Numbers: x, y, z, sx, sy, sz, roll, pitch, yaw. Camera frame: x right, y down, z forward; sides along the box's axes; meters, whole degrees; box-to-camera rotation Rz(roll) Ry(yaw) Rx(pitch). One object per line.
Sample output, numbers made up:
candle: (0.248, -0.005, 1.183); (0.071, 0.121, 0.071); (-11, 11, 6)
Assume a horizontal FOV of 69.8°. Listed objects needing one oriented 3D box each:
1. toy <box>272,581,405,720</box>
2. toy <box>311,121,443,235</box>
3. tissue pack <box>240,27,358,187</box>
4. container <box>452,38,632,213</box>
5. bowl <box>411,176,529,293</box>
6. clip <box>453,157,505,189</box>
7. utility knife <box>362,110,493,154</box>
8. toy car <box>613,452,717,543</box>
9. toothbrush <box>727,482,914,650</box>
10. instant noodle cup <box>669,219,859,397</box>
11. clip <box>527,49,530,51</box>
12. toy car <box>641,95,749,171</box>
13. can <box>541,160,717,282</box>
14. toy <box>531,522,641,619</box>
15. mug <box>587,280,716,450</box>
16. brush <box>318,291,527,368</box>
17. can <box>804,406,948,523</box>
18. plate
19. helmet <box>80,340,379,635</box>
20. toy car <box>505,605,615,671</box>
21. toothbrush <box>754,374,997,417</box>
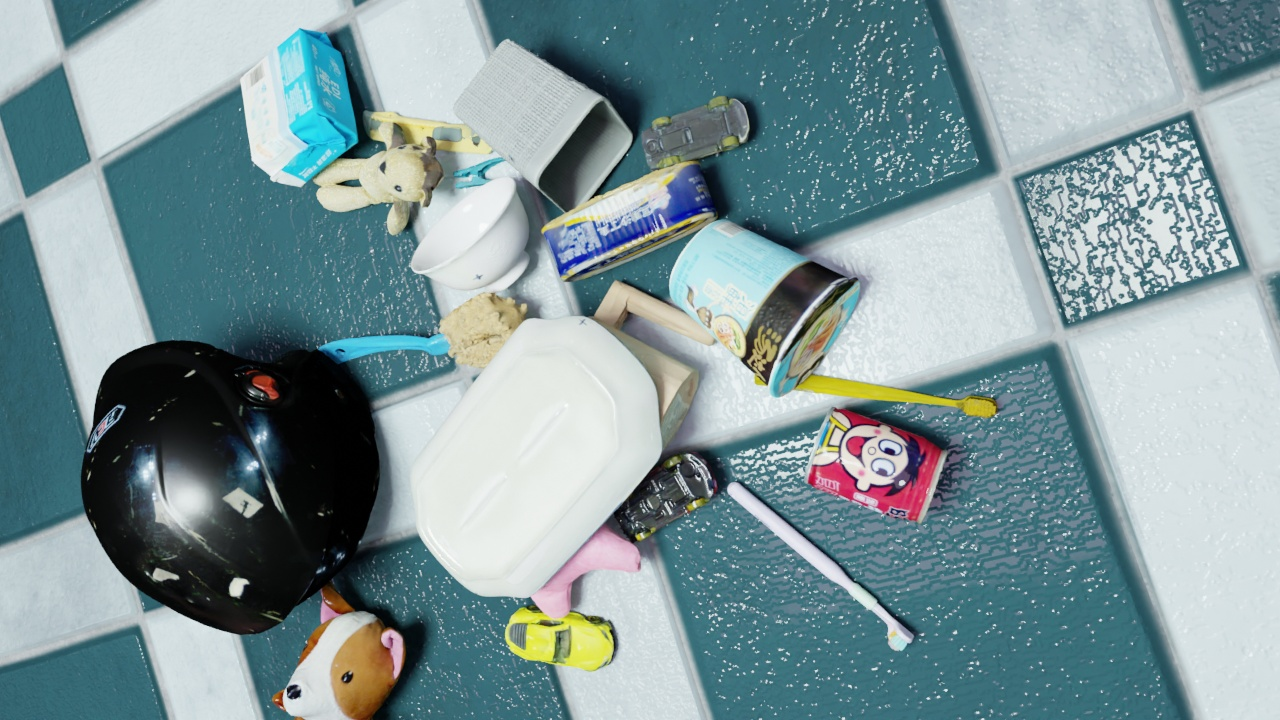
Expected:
toy: (-0.299, 0.329, 0.888); (0.140, 0.130, 0.199); (23, 92, 24)
toy: (-0.248, -0.171, 0.857); (0.157, 0.066, 0.105); (1, 91, 36)
tissue pack: (-0.320, -0.239, 0.868); (0.090, 0.063, 0.140); (-29, 62, 20)
container: (-0.085, -0.199, 0.773); (0.114, 0.090, 0.090); (40, 93, 19)
bowl: (-0.137, -0.099, 0.812); (0.118, 0.118, 0.065); (-30, 122, 20)
clip: (-0.148, -0.171, 0.846); (0.056, 0.014, 0.040); (-6, 91, 20)
utility knife: (-0.175, -0.210, 0.856); (0.207, 0.021, 0.031); (11, 97, 15)
toy car: (0.021, 0.116, 0.790); (0.107, 0.031, 0.049); (-36, 81, 30)
toothbrush: (0.144, 0.166, 0.756); (0.189, 0.029, 0.021); (41, 66, 15)
instant noodle cup: (0.090, -0.048, 0.721); (0.120, 0.111, 0.111); (36, 105, 23)
clip: (-0.117, -0.255, 0.824); (0.057, 0.025, 0.033); (-35, 85, 13)
toy car: (0.047, -0.186, 0.759); (0.091, 0.035, 0.042); (-15, 90, 21)
can: (-0.010, -0.114, 0.765); (0.148, 0.074, 0.049); (-21, 89, 20)
toy: (-0.082, 0.132, 0.808); (0.194, 0.074, 0.179); (34, 112, 12)
mug: (-0.005, 0.005, 0.776); (0.103, 0.084, 0.124); (26, 76, 16)
brush: (-0.203, -0.018, 0.858); (0.255, 0.083, 0.045); (-5, 49, 29)
can: (0.182, 0.081, 0.709); (0.094, 0.066, 0.066); (20, 100, 18)
plate: (-0.098, 0.085, 0.748); (0.162, 0.034, 0.266); (46, 110, 10)
helmet: (-0.379, 0.114, 0.841); (0.234, 0.229, 0.274); (-41, 118, 18)
toy car: (-0.074, 0.255, 0.838); (0.105, 0.032, 0.048); (4, 95, 19)
toothbrush: (0.183, 0.025, 0.731); (0.190, 0.016, 0.016); (8, 96, 20)
